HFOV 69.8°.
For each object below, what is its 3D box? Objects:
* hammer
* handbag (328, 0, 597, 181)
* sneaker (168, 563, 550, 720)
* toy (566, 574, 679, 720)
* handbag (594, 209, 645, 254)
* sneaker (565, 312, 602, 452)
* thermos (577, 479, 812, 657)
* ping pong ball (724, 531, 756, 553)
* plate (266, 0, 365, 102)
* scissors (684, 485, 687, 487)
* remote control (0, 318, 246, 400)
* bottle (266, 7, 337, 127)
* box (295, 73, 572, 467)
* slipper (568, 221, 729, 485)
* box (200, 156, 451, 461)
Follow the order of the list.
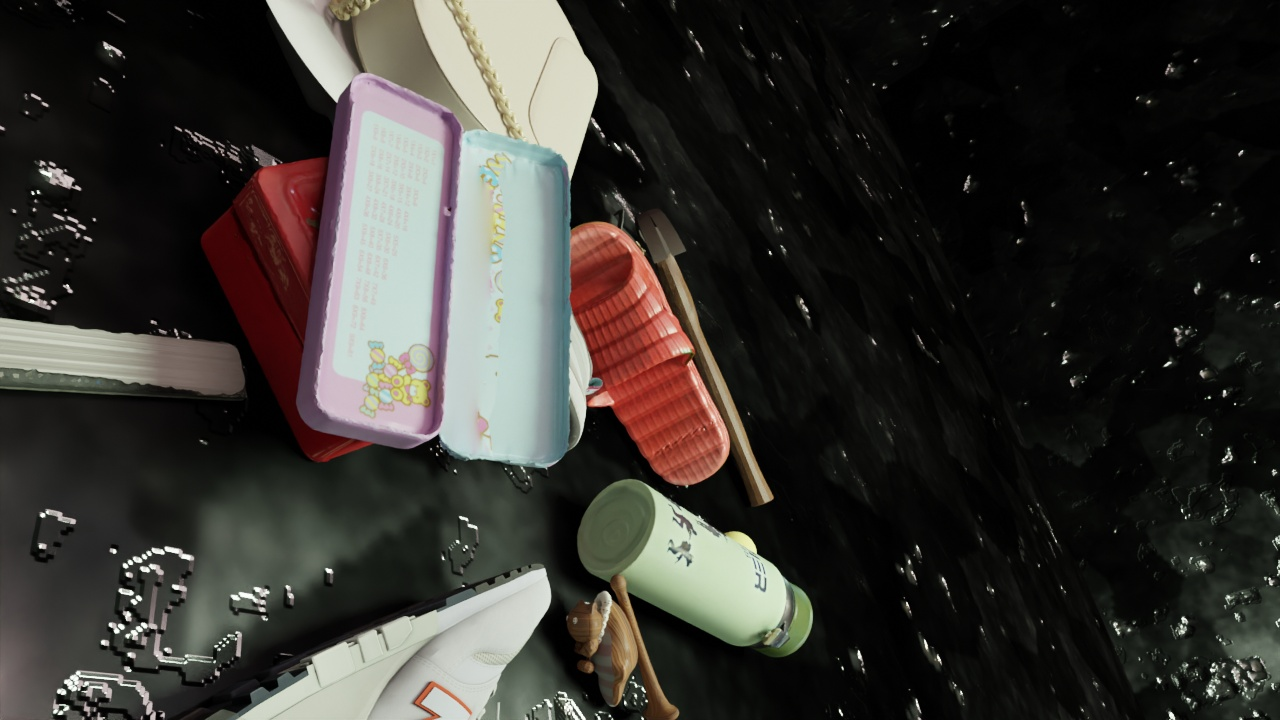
[{"bbox_3d":[0.065,-0.004,0.946,0.115,0.033,0.323,113,-45,-86],"label":"hammer"},{"bbox_3d":[-0.116,-0.237,0.713,0.208,0.104,0.210,48,37,-35],"label":"handbag"},{"bbox_3d":[-0.116,0.189,0.433,0.239,0.089,0.124,-13,80,-53],"label":"sneaker"},{"bbox_3d":[-0.016,0.201,0.623,0.054,0.042,0.102,-17,86,-27],"label":"toy"},{"bbox_3d":[-0.014,-0.083,0.893,0.079,0.054,0.128,37,33,-45],"label":"handbag"},{"bbox_3d":[-0.108,-0.060,0.673,0.263,0.097,0.128,59,20,-6],"label":"sneaker"},{"bbox_3d":[0.055,0.176,0.731,0.231,0.082,0.082,38,35,-38],"label":"thermos"},{"bbox_3d":[0.084,0.174,0.825,0.040,0.040,0.040,40,33,-34],"label":"ping pong ball"},{"bbox_3d":[-0.215,-0.242,0.687,0.188,0.016,0.188,57,14,-23],"label":"plate"},{"bbox_3d":[0.007,0.046,0.840,0.123,0.019,0.147,24,46,-50],"label":"scissors"},{"bbox_3d":[-0.254,0.001,0.442,0.136,0.013,0.033,11,56,-58],"label":"remote control"},{"bbox_3d":[-0.231,-0.202,0.658,0.113,0.030,0.030,63,27,5],"label":"bottle"},{"bbox_3d":[-0.106,-0.049,0.516,0.150,0.035,0.213,14,62,-30],"label":"box"},{"bbox_3d":[-0.005,0.004,0.771,0.249,0.104,0.059,62,12,-12],"label":"slipper"},{"bbox_3d":[-0.168,-0.032,0.551,0.133,0.111,0.157,-23,87,-52],"label":"box"}]
